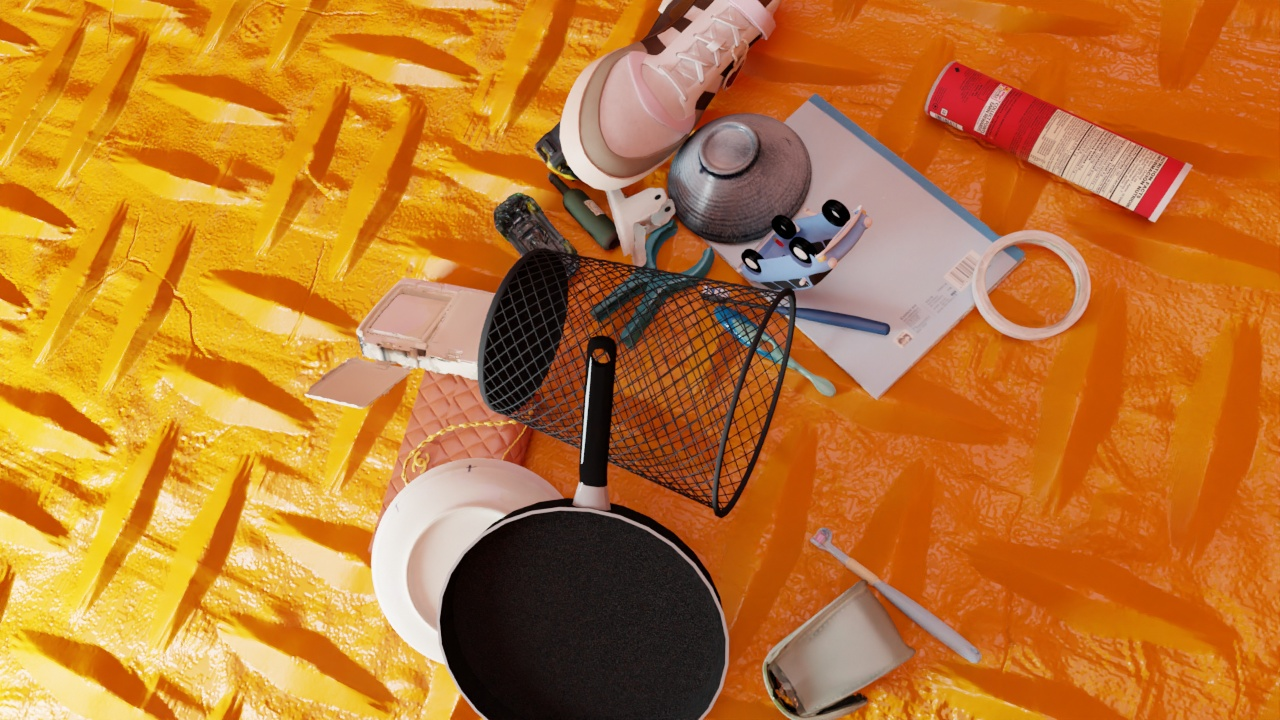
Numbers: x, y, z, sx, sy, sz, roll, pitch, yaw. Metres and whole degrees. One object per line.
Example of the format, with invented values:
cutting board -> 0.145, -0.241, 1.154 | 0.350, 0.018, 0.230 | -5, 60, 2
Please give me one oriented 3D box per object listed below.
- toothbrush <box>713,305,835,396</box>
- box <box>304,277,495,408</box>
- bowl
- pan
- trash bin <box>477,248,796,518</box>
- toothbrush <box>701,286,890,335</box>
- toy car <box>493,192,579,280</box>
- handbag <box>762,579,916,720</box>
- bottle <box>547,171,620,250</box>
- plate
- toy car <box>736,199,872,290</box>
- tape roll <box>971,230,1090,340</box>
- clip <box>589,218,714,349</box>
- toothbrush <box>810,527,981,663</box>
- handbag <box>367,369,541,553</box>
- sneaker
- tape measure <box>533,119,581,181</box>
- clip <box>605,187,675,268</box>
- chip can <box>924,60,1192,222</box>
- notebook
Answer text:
toothbrush -> 0.118, -0.008, 0.810 | 0.135, 0.017, 0.022 | 38, 85, 23
box -> -0.193, -0.008, 0.819 | 0.143, 0.044, 0.183 | 10, 43, 15
bowl -> 0.085, -0.181, 0.839 | 0.137, 0.057, 0.137 | -5, 71, 14
pan -> -0.039, 0.148, 0.689 | 0.225, 0.034, 0.357 | 7, 109, 6
trash bin -> -0.005, 0.004, 0.741 | 0.210, 0.184, 0.184 | 17, 78, 17
toothbrush -> 0.134, -0.044, 0.805 | 0.168, 0.014, 0.014 | 12, 88, 16
toy car -> -0.099, -0.114, 0.884 | 0.048, 0.032, 0.105 | -40, 74, -2
handbag -> 0.142, 0.221, 0.676 | 0.106, 0.122, 0.067 | -35, 70, -2
bottle -> -0.057, -0.148, 0.888 | 0.025, 0.025, 0.106 | -41, 69, -2
plate -> -0.135, 0.174, 0.763 | 0.182, 0.034, 0.182 | 0, 93, -2
toy car -> 0.136, -0.090, 0.760 | 0.055, 0.153, 0.056 | 46, 76, -14
tape roll -> 0.327, -0.063, 0.769 | 0.093, 0.013, 0.093 | -1, 81, 6
clip -> 0.001, -0.085, 0.856 | 0.130, 0.030, 0.120 | -32, 70, 4
toothbrush -> 0.202, 0.186, 0.728 | 0.155, 0.016, 0.022 | 37, 46, 21
handbag -> -0.163, 0.101, 0.820 | 0.109, 0.060, 0.171 | 11, 76, 12
sneaker -> 0.049, -0.272, 0.827 | 0.293, 0.111, 0.117 | -51, 24, -19
tape measure -> -0.057, -0.207, 0.881 | 0.071, 0.072, 0.042 | -44, 64, 9
clip -> 0.005, -0.132, 0.860 | 0.059, 0.052, 0.101 | -16, 53, 1
chip can -> 0.354, -0.192, 0.791 | 0.215, 0.052, 0.051 | 33, 83, 20
notebook -> 0.185, -0.111, 0.828 | 0.181, 0.009, 0.253 | -43, 68, -2
